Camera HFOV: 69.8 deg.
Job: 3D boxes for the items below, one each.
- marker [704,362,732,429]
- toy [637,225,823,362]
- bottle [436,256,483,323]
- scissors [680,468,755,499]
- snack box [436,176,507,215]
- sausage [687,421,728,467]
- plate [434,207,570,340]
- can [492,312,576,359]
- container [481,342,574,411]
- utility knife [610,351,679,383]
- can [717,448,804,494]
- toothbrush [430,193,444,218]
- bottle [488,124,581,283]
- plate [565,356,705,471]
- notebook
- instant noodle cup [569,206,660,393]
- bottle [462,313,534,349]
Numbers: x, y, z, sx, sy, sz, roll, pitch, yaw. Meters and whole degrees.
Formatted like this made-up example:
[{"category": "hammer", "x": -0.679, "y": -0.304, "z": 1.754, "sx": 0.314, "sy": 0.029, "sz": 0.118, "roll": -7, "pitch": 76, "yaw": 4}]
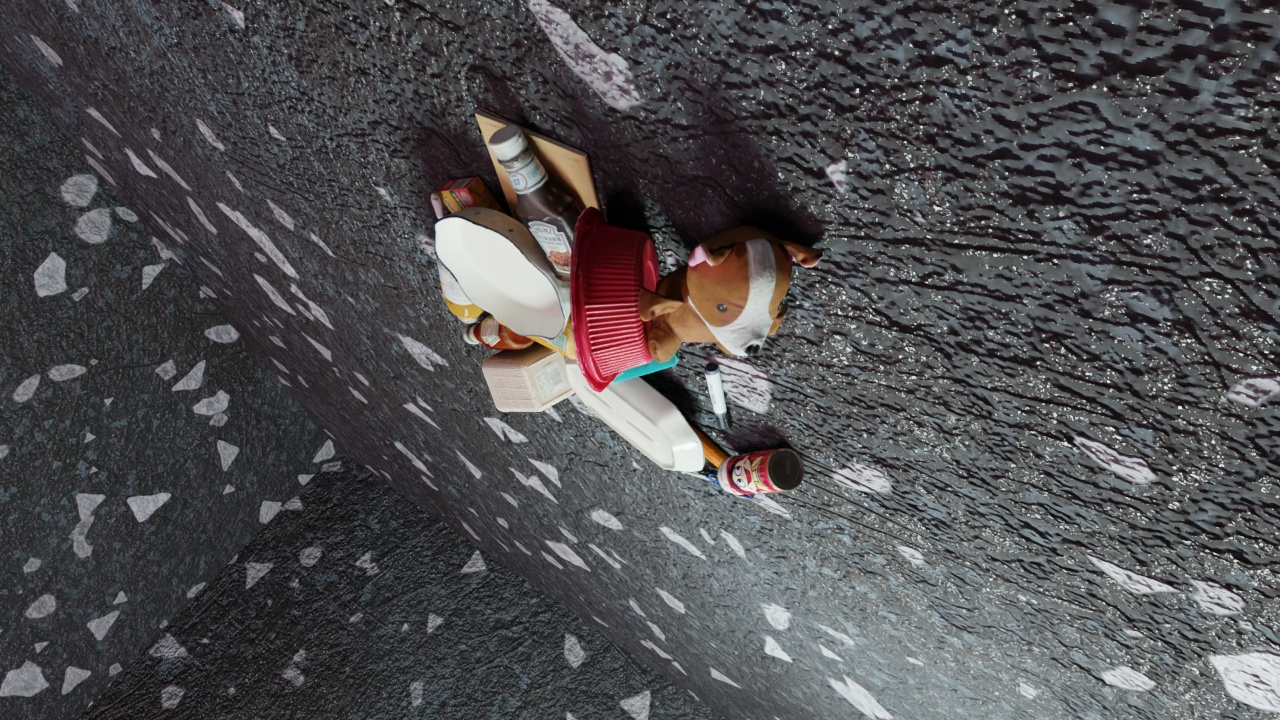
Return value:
[{"category": "marker", "x": 0.097, "y": 0.046, "z": 1.132, "sx": 0.023, "sy": 0.018, "sz": 0.131, "roll": 19, "pitch": 151, "yaw": 24}, {"category": "toy", "x": 0.077, "y": -0.057, "z": 0.853, "sx": 0.200, "sy": 0.140, "sz": 0.130, "roll": 131, "pitch": 127, "yaw": -60}, {"category": "bottle", "x": -0.250, "y": -0.111, "z": 1.309, "sx": 0.068, "sy": 0.067, "sz": 0.190, "roll": 36, "pitch": 157, "yaw": 10}, {"category": "scissors", "x": 0.094, "y": 0.167, "z": 1.344, "sx": 0.174, "sy": 0.012, "sz": 0.125, "roll": 20, "pitch": 164, "yaw": 33}, {"category": "snack box", "x": -0.188, "y": -0.164, "z": 1.173, "sx": 0.077, "sy": 0.027, "sz": 0.156, "roll": 7, "pitch": 141, "yaw": 50}, {"category": "sausage", "x": 0.070, "y": 0.102, "z": 1.267, "sx": 0.165, "sy": 0.021, "sz": 0.021, "roll": 42, "pitch": 157, "yaw": -3}, {"category": "plate", "x": -0.167, "y": -0.111, "z": 1.145, "sx": 0.205, "sy": 0.045, "sz": 0.205, "roll": 30, "pitch": 153, "yaw": 17}, {"category": "can", "x": -0.132, "y": -0.053, "z": 1.248, "sx": 0.146, "sy": 0.058, "sz": 0.058, "roll": 26, "pitch": 153, "yaw": 31}, {"category": "container", "x": -0.165, "y": 0.025, "z": 1.381, "sx": 0.111, "sy": 0.089, "sz": 0.090, "roll": 2, "pitch": 115, "yaw": 52}, {"category": "utility knife", "x": -0.007, "y": 0.007, "z": 1.178, "sx": 0.152, "sy": 0.012, "sz": 0.029, "roll": -16, "pitch": 95, "yaw": 45}, {"category": "can", "x": 0.152, "y": 0.144, "z": 1.178, "sx": 0.053, "sy": 0.053, "sz": 0.133, "roll": 45, "pitch": 157, "yaw": -11}, {"category": "toothbrush", "x": -0.270, "y": -0.187, "z": 1.229, "sx": 0.016, "sy": 0.016, "sz": 0.180, "roll": 40, "pitch": 167, "yaw": 1}, {"category": "bottle", "x": -0.103, "y": -0.165, "z": 0.996, "sx": 0.080, "sy": 0.044, "sz": 0.195, "roll": 14, "pitch": 146, "yaw": 40}, {"category": "plate", "x": -0.019, "y": 0.067, "z": 1.274, "sx": 0.266, "sy": 0.034, "sz": 0.162, "roll": 37, "pitch": 155, "yaw": 27}, {"category": "notebook", "x": -0.100, "y": -0.178, "z": 1.037, "sx": 0.149, "sy": 0.012, "sz": 0.212, "roll": 27, "pitch": 154, "yaw": 25}, {"category": "instant noodle cup", "x": -0.019, "y": -0.063, "z": 0.952, "sx": 0.066, "sy": 0.193, "sz": 0.194, "roll": -1, "pitch": 145, "yaw": 10}, {"category": "bottle", "x": -0.222, "y": -0.044, "z": 1.403, "sx": 0.060, "sy": 0.059, "sz": 0.206, "roll": 49, "pitch": 158, "yaw": -20}]
